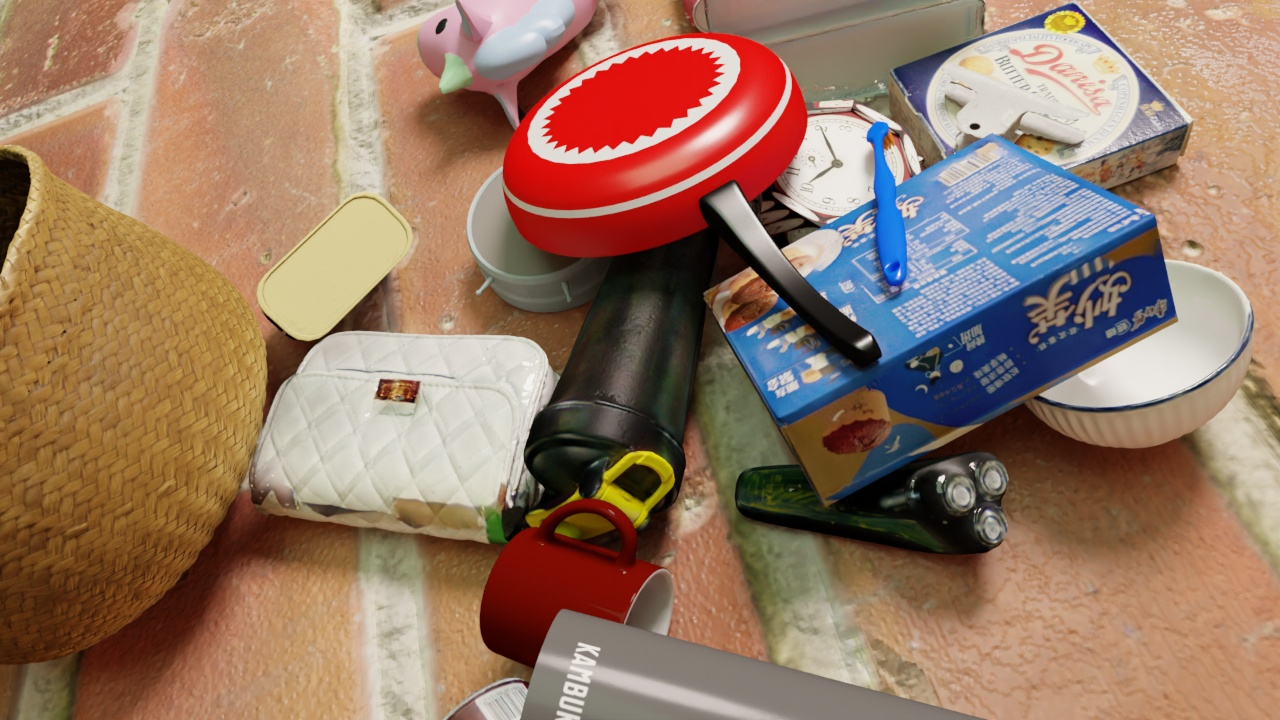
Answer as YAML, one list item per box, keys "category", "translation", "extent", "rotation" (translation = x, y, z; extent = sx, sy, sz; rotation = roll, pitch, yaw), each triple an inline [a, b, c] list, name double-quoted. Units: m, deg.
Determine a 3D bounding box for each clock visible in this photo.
- category: "clock"
  translation: [-0.065, -0.111, 0.690]
  extent: [0.123, 0.045, 0.159]
  rotation: [5, 66, 17]
- category: "clock"
  translation: [0.111, -0.122, 0.635]
  extent: [0.155, 0.065, 0.114]
  rotation: [15, 62, 8]

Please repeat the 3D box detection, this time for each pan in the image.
- category: "pan"
  translation: [0.033, -0.110, 0.555]
  extent: [0.209, 0.067, 0.356]
  rotation: [-30, 39, -5]

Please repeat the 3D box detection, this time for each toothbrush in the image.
- category: "toothbrush"
  translation: [0.145, -0.096, 0.538]
  extent: [0.016, 0.018, 0.182]
  rotation: [-24, 32, 27]

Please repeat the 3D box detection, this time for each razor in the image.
- category: "razor"
  translation: [0.122, 0.074, 0.505]
  extent: [0.152, 0.067, 0.053]
  rotation: [0, 70, 26]

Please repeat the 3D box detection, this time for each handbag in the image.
- category: "handbag"
  translation: [-0.152, 0.046, 0.604]
  extent: [0.195, 0.072, 0.138]
  rotation: [2, 59, 19]

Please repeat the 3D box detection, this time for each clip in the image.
- category: "clip"
  translation: [0.228, -0.161, 0.590]
  extent: [0.058, 0.050, 0.102]
  rotation: [-39, 54, -23]

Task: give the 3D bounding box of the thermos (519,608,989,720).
- category: "thermos"
  translation: [0.071, 0.180, 0.402]
  extent: [0.240, 0.082, 0.082]
  rotation: [12, 61, 8]

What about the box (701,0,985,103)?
- category: "box"
  translation: [0.149, -0.244, 0.664]
  extent: [0.197, 0.134, 0.040]
  rotation: [-10, 58, 11]

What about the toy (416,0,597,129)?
- category: "toy"
  translation: [-0.097, -0.306, 0.803]
  extent: [0.222, 0.120, 0.171]
  rotation: [-32, 41, -10]

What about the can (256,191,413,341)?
- category: "can"
  translation: [-0.232, -0.066, 0.688]
  extent: [0.116, 0.056, 0.092]
  rotation: [-49, 16, -17]

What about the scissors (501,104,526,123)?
- category: "scissors"
  translation: [-0.080, -0.192, 0.780]
  extent: [0.121, 0.012, 0.170]
  rotation: [-8, 53, 12]

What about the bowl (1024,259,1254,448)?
- category: "bowl"
  translation: [0.264, 0.006, 0.495]
  extent: [0.118, 0.062, 0.118]
  rotation: [-24, 31, 15]

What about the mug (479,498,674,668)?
- category: "mug"
  translation: [-0.033, 0.122, 0.499]
  extent: [0.083, 0.106, 0.073]
  rotation: [13, 20, 24]

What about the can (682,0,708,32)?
- category: "can"
  translation: [0.060, -0.332, 0.802]
  extent: [0.054, 0.054, 0.096]
  rotation: [-13, 54, 9]

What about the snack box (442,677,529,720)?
- category: "snack box"
  translation: [-0.049, 0.226, 0.452]
  extent: [0.072, 0.072, 0.121]
  rotation: [-41, 54, -12]

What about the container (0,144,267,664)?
- category: "container"
  translation: [-0.389, 0.037, 0.579]
  extent: [0.308, 0.196, 0.306]
  rotation: [-19, 52, 27]

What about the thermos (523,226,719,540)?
- category: "thermos"
  translation: [-0.003, 0.003, 0.576]
  extent: [0.098, 0.098, 0.220]
  rotation: [4, 54, 20]

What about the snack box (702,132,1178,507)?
- category: "snack box"
  translation: [0.154, -0.031, 0.517]
  extent: [0.203, 0.069, 0.155]
  rotation: [-29, 31, 5]

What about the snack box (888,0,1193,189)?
- category: "snack box"
  translation: [0.267, -0.170, 0.635]
  extent: [0.145, 0.043, 0.144]
  rotation: [-21, 54, 4]
